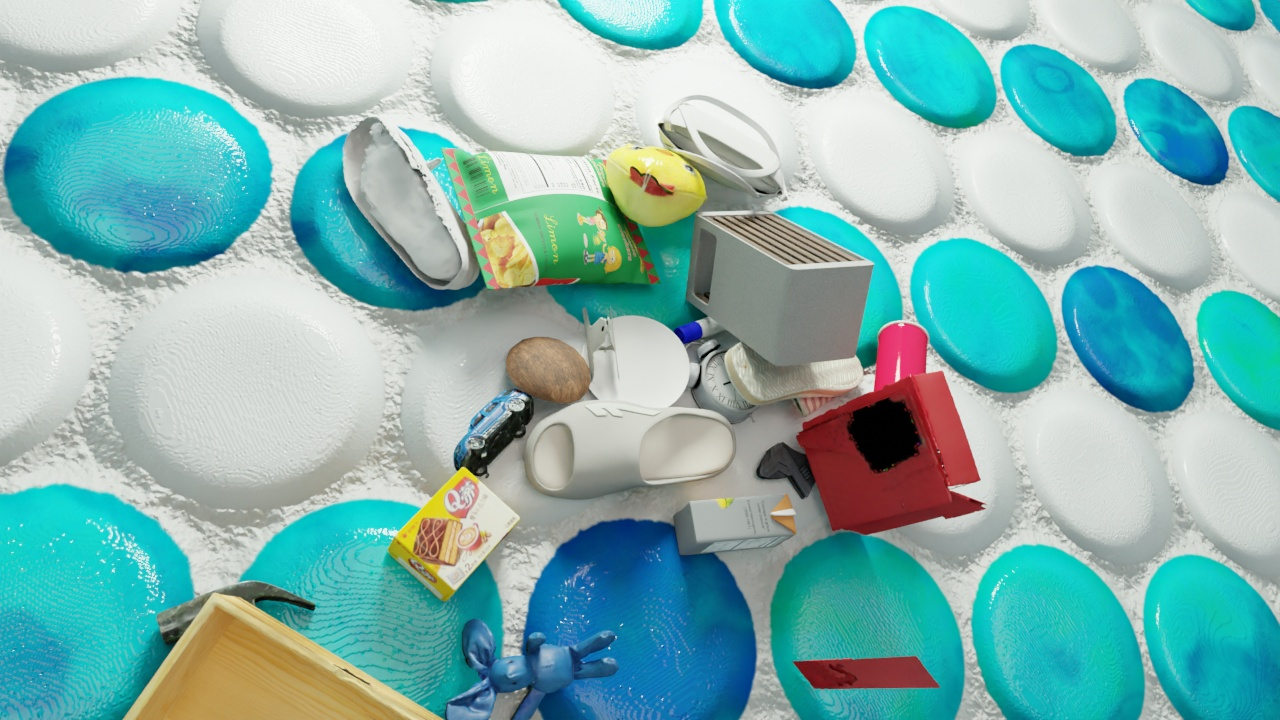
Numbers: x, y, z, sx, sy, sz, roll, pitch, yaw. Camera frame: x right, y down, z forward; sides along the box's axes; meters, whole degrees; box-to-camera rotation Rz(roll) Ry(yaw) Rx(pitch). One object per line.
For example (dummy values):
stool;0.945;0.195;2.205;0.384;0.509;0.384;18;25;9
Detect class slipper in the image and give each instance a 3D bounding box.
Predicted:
slipper;0.005;0.101;1.043;0.265;0.081;0.113;1;87;-25
slipper;-0.270;-0.188;1.091;0.112;0.074;0.246;-35;78;-1
slipper;0.193;0.015;1.167;0.262;0.052;0.115;-7;68;-46

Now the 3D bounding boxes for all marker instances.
marker;0.102;-0.049;1.201;0.132;0.027;0.023;-20;74;-31

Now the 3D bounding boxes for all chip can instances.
chip can;0.338;0.049;1.203;0.069;0.069;0.220;25;50;-9

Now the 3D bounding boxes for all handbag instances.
handbag;0.121;-0.273;1.222;0.216;0.096;0.222;27;20;-8

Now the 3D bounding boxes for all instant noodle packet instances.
instant noodle packet;-0.105;-0.175;1.136;0.252;0.091;0.195;-6;66;-38

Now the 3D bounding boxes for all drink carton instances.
drink carton;0.109;0.190;1.059;0.124;0.076;0.048;-1;66;-18

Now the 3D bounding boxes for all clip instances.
clip;-0.047;-0.026;1.107;0.052;0.058;0.102;29;46;-53

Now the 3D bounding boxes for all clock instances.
clock;0.104;0.023;1.159;0.122;0.035;0.094;37;57;-3

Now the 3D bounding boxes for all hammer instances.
hammer;-0.320;0.352;0.828;0.130;0.032;0.318;-18;74;-29

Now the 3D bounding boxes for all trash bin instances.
trash bin;0.161;-0.096;1.121;0.114;0.115;0.229;-6;26;-25

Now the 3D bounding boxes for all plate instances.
plate;-0.006;0.007;1.127;0.134;0.011;0.134;4;64;-8

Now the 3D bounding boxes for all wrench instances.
wrench;0.268;0.128;1.182;0.272;0.022;0.073;-7;74;-24

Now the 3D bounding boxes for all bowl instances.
bowl;-0.103;0.002;1.063;0.102;0.026;0.114;16;34;-11

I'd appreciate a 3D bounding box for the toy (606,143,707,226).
toy;0.023;-0.232;1.192;0.134;0.092;0.207;27;28;4

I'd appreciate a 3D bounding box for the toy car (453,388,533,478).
toy car;-0.165;0.080;1.014;0.043;0.056;0.119;26;50;18

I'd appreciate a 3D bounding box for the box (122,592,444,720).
box;-0.291;0.355;0.638;0.279;0.335;0.285;31;73;-1

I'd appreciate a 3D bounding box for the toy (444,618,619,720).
toy;-0.111;0.303;0.917;0.176;0.071;0.112;-8;66;-14

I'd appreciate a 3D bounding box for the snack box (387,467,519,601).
snack box;-0.192;0.179;0.947;0.083;0.061;0.105;42;57;1

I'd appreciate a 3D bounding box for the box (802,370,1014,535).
box;0.318;0.110;1.079;0.153;0.214;0.164;-12;77;-28
